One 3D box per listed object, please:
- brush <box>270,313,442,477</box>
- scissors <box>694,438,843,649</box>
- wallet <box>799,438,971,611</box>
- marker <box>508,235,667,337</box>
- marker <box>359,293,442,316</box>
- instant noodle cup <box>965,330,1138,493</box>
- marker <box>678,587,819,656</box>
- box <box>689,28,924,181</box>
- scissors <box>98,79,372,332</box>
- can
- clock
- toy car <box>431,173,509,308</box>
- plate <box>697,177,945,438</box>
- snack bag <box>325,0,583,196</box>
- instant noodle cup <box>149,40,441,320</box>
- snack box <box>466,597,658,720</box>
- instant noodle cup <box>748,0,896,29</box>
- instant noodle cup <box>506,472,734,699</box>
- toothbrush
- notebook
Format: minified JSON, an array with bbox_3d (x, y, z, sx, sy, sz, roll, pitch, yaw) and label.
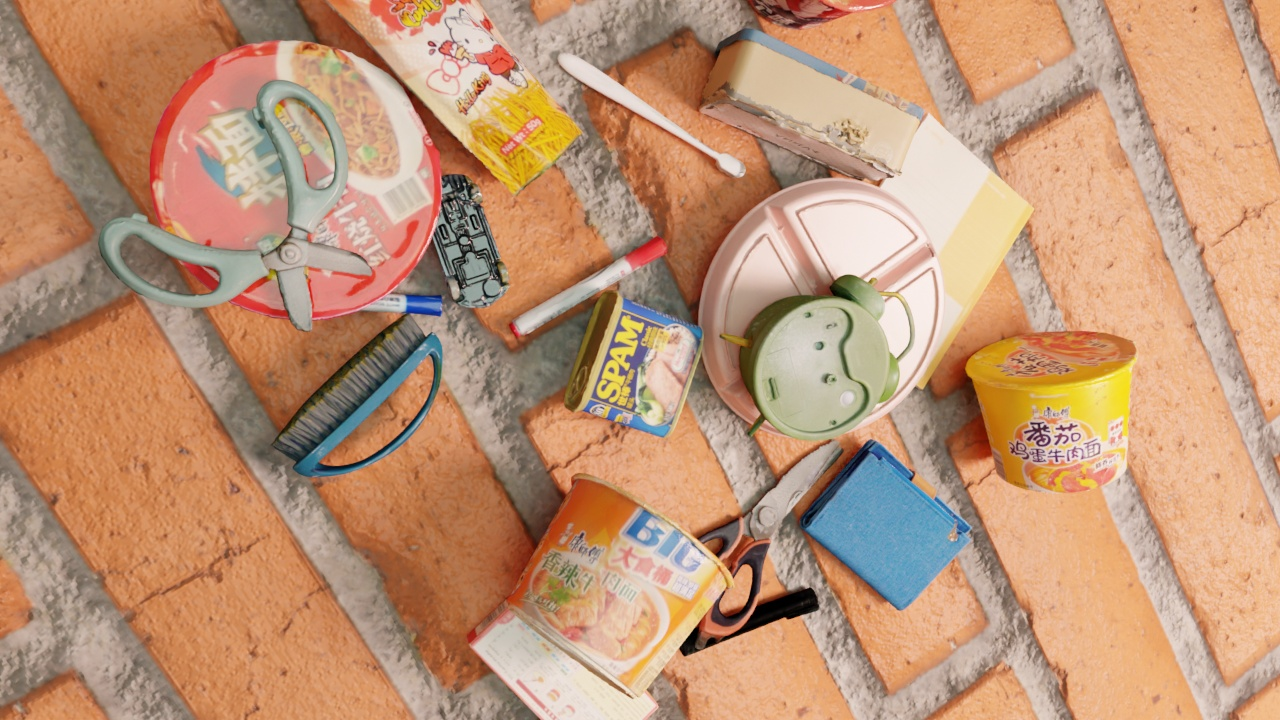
[{"bbox_3d":[-0.202,0.034,0.690,0.143,0.055,0.073,-46,103,-9],"label":"brush"},{"bbox_3d":[0.111,0.158,0.799,0.209,0.015,0.182,-8,79,-8],"label":"scissors"},{"bbox_3d":[0.222,0.148,0.826,0.133,0.040,0.106,40,91,-15],"label":"wallet"},{"bbox_3d":[-0.042,-0.060,0.749,0.145,0.017,0.017,-31,101,-12],"label":"marker"},{"bbox_3d":[-0.225,-0.046,0.699,0.145,0.017,0.017,3,93,-16],"label":"marker"},{"bbox_3d":[0.369,0.046,0.816,0.138,0.138,0.110,-18,106,-14],"label":"instant noodle cup"},{"bbox_3d":[0.095,0.229,0.804,0.132,0.022,0.020,-15,139,-15],"label":"marker"},{"bbox_3d":[0.132,-0.208,0.751,0.184,0.090,0.063,21,94,-17],"label":"box"},{"bbox_3d":[-0.270,-0.103,0.615,0.169,0.019,0.174,-3,96,-17],"label":"scissors"},{"bbox_3d":[-0.004,0.004,0.744,0.083,0.057,0.102,20,88,-18],"label":"can"},{"bbox_3d":[0.151,-0.004,0.741,0.161,0.056,0.116,-20,110,-9],"label":"clock"},{"bbox_3d":[-0.137,-0.091,0.713,0.049,0.031,0.105,-20,97,-13],"label":"toy car"},{"bbox_3d":[0.161,-0.038,0.780,0.229,0.028,0.230,-4,106,-15],"label":"plate"},{"bbox_3d":[-0.136,-0.226,0.679,0.208,0.073,0.128,50,44,-16],"label":"snack bag"},{"bbox_3d":[-0.242,-0.126,0.664,0.193,0.066,0.194,-1,94,-14],"label":"instant noodle cup"},{"bbox_3d":[-0.063,0.258,0.759,0.077,0.027,0.156,-42,103,-10],"label":"snack box"},{"bbox_3d":[0.146,-0.333,0.736,0.137,0.109,0.138,-1,93,-16],"label":"instant noodle cup"},{"bbox_3d":[-0.021,0.173,0.692,0.151,0.152,0.111,42,70,-14],"label":"instant noodle cup"},{"bbox_3d":[0.010,-0.201,0.757,0.180,0.016,0.016,30,83,-13],"label":"toothbrush"},{"bbox_3d":[0.256,-0.097,0.834,0.146,0.010,0.206,35,84,-15],"label":"notebook"}]
